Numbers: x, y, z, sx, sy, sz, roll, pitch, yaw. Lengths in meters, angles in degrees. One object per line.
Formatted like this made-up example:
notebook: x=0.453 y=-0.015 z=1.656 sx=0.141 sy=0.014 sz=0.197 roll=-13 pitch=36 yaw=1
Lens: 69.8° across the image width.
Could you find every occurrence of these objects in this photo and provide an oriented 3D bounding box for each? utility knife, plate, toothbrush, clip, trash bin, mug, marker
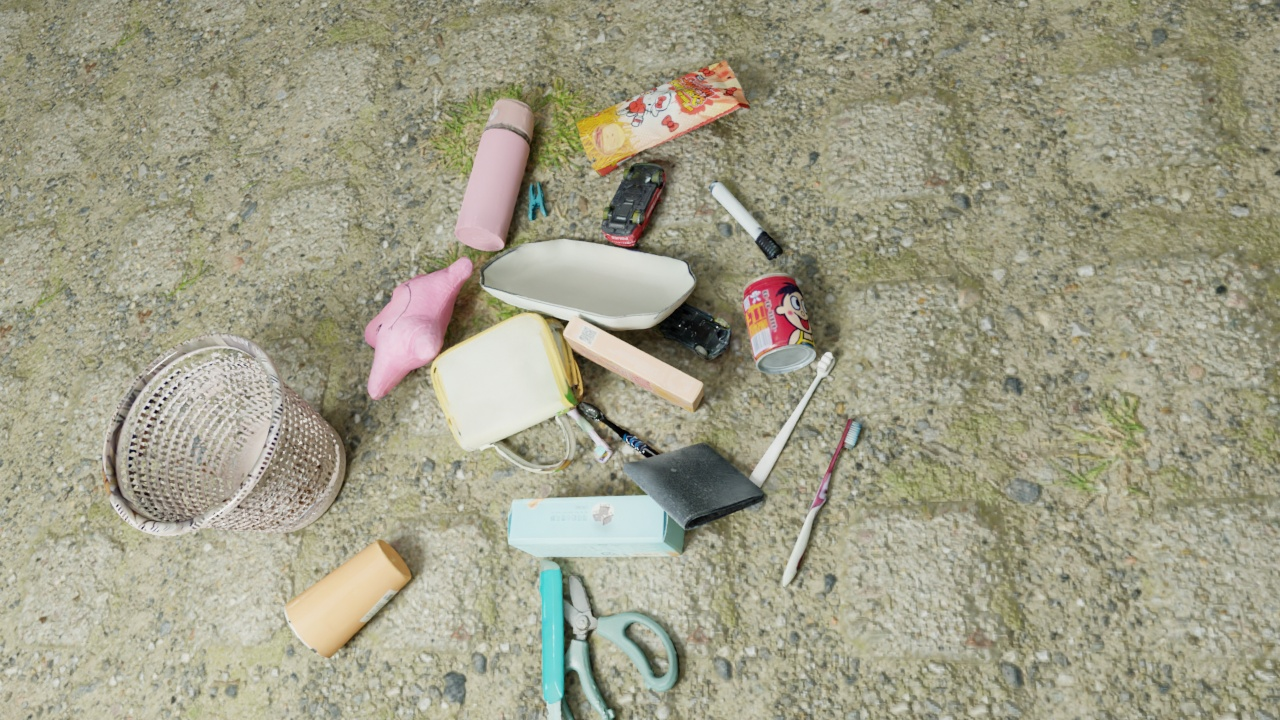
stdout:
utility knife: x=-0.091 y=0.305 z=0.944 sx=0.029 sy=0.013 sz=0.208 roll=-17 pitch=59 yaw=22
plate: x=-0.063 y=-0.086 z=1.059 sx=0.266 sy=0.034 sz=0.161 roll=14 pitch=35 yaw=29
toothbrush: x=0.158 y=0.068 z=0.975 sx=0.016 sy=0.016 sz=0.180 roll=28 pitch=81 yaw=29
clip: x=-0.134 y=-0.206 z=1.188 sx=0.048 sy=0.014 sz=0.057 roll=-12 pitch=64 yaw=15
toothbrush: x=0.185 y=0.145 z=0.936 sx=0.017 sy=0.016 sz=0.187 roll=22 pitch=76 yaw=15
trash bin: x=-0.455 y=0.108 z=1.060 sx=0.228 sy=0.192 sz=0.227 roll=-7 pitch=66 yaw=15
mug: x=-0.321 y=0.261 z=1.024 sx=0.122 sy=0.078 sz=0.078 roll=-39 pitch=62 yaw=-6
toothbrush: x=-0.094 y=0.047 z=1.067 sx=0.021 sy=0.029 sz=0.189 roll=-19 pitch=52 yaw=-37
toothbrush: x=0.001 y=0.097 z=1.016 sx=0.189 sy=0.016 sz=0.014 roll=34 pitch=87 yaw=26
marker: x=0.122 y=-0.166 z=1.084 sx=0.023 sy=0.018 sz=0.130 roll=-42 pitch=62 yaw=8

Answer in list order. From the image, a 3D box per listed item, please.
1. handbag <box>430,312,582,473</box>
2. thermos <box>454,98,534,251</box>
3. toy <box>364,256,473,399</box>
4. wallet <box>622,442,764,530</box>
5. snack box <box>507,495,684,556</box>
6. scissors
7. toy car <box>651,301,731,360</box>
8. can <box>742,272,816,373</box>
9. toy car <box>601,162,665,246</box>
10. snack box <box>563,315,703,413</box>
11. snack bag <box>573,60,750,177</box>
handbag: x=-0.141 y=0.051 z=1.053 sx=0.164 sy=0.063 sz=0.178 roll=-24 pitch=80 yaw=21
thermos: x=-0.192 y=-0.242 z=1.197 sx=0.087 sy=0.067 sz=0.198 roll=-11 pitch=62 yaw=46
toy: x=-0.287 y=-0.037 z=1.125 sx=0.179 sy=0.074 sz=0.194 roll=-15 pitch=47 yaw=40
wallet: x=0.056 y=0.124 z=0.935 sx=0.097 sy=0.120 sz=0.019 roll=40 pitch=126 yaw=36
snack box: x=-0.046 y=0.175 z=0.965 sx=0.175 sy=0.074 sz=0.051 roll=-4 pitch=66 yaw=16
scissors: x=-0.029 y=0.290 z=0.945 sx=0.169 sy=0.019 sz=0.177 roll=-21 pitch=61 yaw=10
toy car: x=0.059 y=-0.035 z=1.041 sx=0.106 sy=0.031 sz=0.049 roll=29 pitch=79 yaw=34
can: x=0.149 y=-0.041 z=0.995 sx=0.066 sy=0.066 sz=0.093 roll=-15 pitch=64 yaw=12
toy car: x=-0.008 y=-0.191 z=1.121 sx=0.053 sy=0.045 sz=0.120 roll=13 pitch=62 yaw=22
snack box: x=-0.006 y=0.006 z=0.993 sx=0.157 sy=0.084 sz=0.026 roll=28 pitch=82 yaw=9
snack bag: x=0.026 y=-0.303 z=1.142 sx=0.208 sy=0.073 sz=0.128 roll=-24 pitch=39 yaw=7
